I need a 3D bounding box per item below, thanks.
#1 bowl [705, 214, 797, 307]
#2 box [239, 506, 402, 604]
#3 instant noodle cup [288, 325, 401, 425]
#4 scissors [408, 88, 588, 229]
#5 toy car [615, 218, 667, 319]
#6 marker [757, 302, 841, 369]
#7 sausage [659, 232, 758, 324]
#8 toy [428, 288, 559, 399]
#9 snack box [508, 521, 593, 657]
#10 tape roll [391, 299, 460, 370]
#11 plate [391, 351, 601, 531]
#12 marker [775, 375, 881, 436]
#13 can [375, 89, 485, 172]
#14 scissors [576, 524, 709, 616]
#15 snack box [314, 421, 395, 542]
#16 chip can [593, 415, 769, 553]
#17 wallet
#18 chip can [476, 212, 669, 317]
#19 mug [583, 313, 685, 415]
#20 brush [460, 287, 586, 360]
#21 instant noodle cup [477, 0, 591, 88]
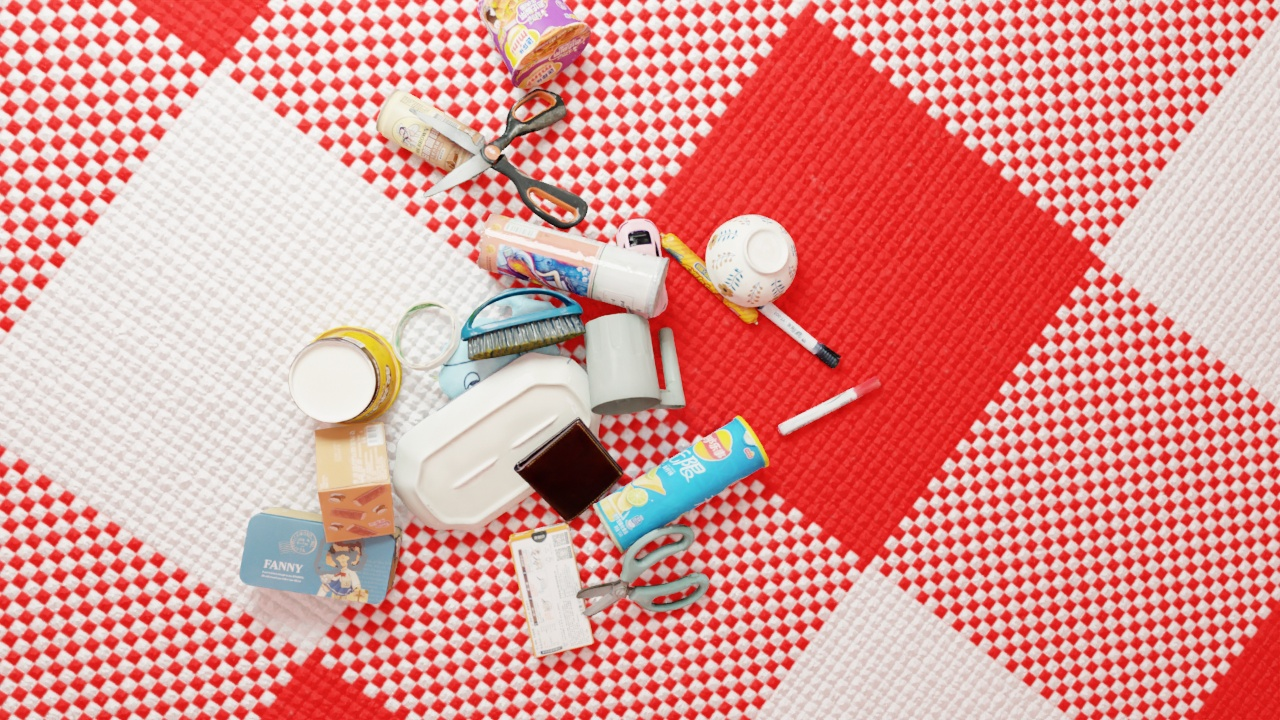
[{"bbox_3d":[0.141,-0.125,1.106,0.113,0.062,0.113,2,82,-13],"label":"bowl"},{"bbox_3d":[-0.378,0.226,1.078,0.184,0.062,0.090,8,91,-8],"label":"box"},{"bbox_3d":[-0.340,0.019,1.046,0.118,0.114,0.118,0,92,-7],"label":"instant noodle cup"},{"bbox_3d":[-0.151,-0.239,1.052,0.233,0.022,0.220,34,61,-11],"label":"scissors"},{"bbox_3d":[0.002,-0.111,1.116,0.056,0.037,0.122,-8,94,-4],"label":"toy car"},{"bbox_3d":[0.198,-0.036,1.150,0.130,0.018,0.022,39,87,-7],"label":"marker"},{"bbox_3d":[0.086,-0.101,1.133,0.165,0.021,0.021,42,88,-6],"label":"sausage"},{"bbox_3d":[-0.174,-0.005,1.096,0.156,0.050,0.161,-3,89,-8],"label":"toy"},{"bbox_3d":[-0.109,0.282,1.127,0.075,0.026,0.154,-12,94,-6],"label":"snack box"},{"bbox_3d":[-0.253,-0.030,1.082,0.086,0.014,0.085,-5,71,16],"label":"tape roll"},{"bbox_3d":[-0.163,0.104,1.082,0.265,0.034,0.162,-33,116,-5],"label":"plate"},{"bbox_3d":[0.237,0.058,1.159,0.145,0.017,0.017,-26,95,-4],"label":"marker"},{"bbox_3d":[-0.244,-0.263,1.071,0.116,0.058,0.058,28,89,-7],"label":"can"},{"bbox_3d":[0.004,0.253,1.107,0.176,0.019,0.172,-2,121,-15],"label":"scissors"},{"bbox_3d":[-0.323,0.138,1.040,0.077,0.092,0.095,-6,134,-16],"label":"snack box"},{"bbox_3d":[0.049,0.151,1.115,0.210,0.071,0.071,-31,95,-4],"label":"chip can"},{"bbox_3d":[-0.082,0.131,1.092,0.096,0.020,0.122,-40,133,-5],"label":"wallet"},{"bbox_3d":[-0.079,-0.113,1.070,0.215,0.071,0.071,16,91,4],"label":"chip can"},{"bbox_3d":[-0.006,0.006,1.094,0.123,0.084,0.103,2,72,-33],"label":"mug"},{"bbox_3d":[-0.137,-0.046,1.056,0.143,0.055,0.073,-14,86,-13],"label":"brush"},{"bbox_3d":[-0.127,-0.388,1.059,0.111,0.111,0.099,-32,87,-4],"label":"instant noodle cup"}]
